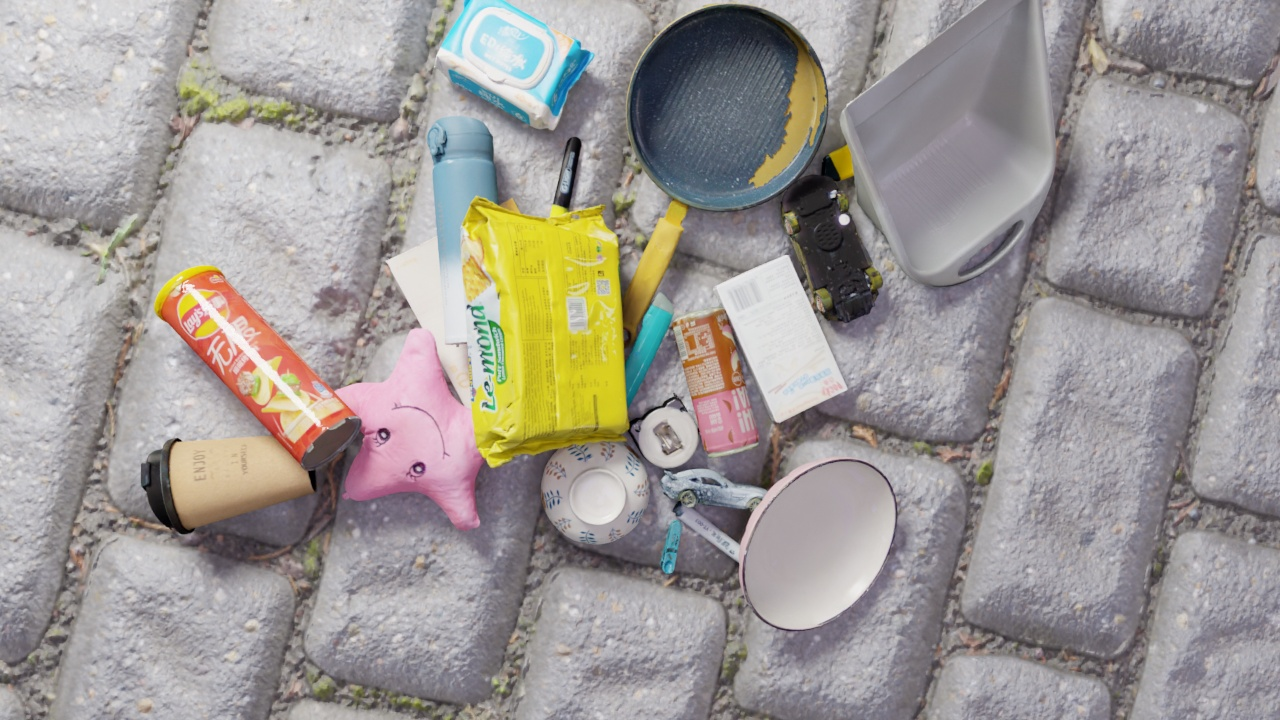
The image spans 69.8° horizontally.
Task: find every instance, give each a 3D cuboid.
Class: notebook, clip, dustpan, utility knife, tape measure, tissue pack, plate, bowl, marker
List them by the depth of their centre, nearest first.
[{"bbox_3d":[0.320,-0.192,0.891,0.222,0.258,0.142,-38,71,-4],"label":"dustpan"},{"bbox_3d":[-0.127,-0.299,0.910,0.140,0.063,0.090,28,88,-5],"label":"tissue pack"},{"bbox_3d":[-0.045,0.133,0.928,0.113,0.062,0.113,0,90,-5],"label":"bowl"},{"bbox_3d":[0.175,0.182,0.933,0.192,0.039,0.193,-10,112,-25],"label":"plate"},{"bbox_3d":[-0.147,-0.043,0.940,0.146,0.010,0.206,-28,93,-5],"label":"notebook"},{"bbox_3d":[-0.006,0.005,0.941,0.029,0.013,0.160,23,101,-16],"label":"utility knife"},{"bbox_3d":[-0.079,-0.169,0.941,0.018,0.015,0.124,12,89,-8],"label":"marker"},{"bbox_3d":[0.027,0.077,0.947,0.065,0.033,0.066,-33,93,-2],"label":"tape measure"},{"bbox_3d":[0.032,0.194,0.957,0.014,0.046,0.057,14,89,-5],"label":"clip"},{"bbox_3d":[0.089,0.190,0.963,0.130,0.018,0.022,38,79,-5],"label":"marker"},{"bbox_3d":[0.265,-0.234,0.971,0.173,0.015,0.033,-27,99,-5],"label":"utility knife"}]

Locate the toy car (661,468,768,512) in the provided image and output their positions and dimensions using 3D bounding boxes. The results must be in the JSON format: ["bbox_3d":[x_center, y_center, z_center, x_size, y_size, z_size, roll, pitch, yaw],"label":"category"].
[{"bbox_3d":[0.081,0.134,0.942,0.120,0.054,0.037,10,92,-6],"label":"toy car"}]

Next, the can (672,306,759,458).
[{"bbox_3d":[0.077,0.022,0.932,0.058,0.058,0.147,-14,88,-5],"label":"can"}]

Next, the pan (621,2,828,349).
[{"bbox_3d":[0.050,-0.175,0.919,0.197,0.078,0.358,24,110,-10],"label":"pan"}]

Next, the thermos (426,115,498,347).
[{"bbox_3d":[-0.169,-0.125,0.898,0.070,0.070,0.220,-5,91,-5],"label":"thermos"}]

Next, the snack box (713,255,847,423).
[{"bbox_3d":[0.146,-0.023,0.959,0.084,0.027,0.157,-25,93,-5],"label":"snack box"}]

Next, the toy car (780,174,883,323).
[{"bbox_3d":[0.197,-0.116,0.954,0.070,0.042,0.158,-22,94,-5],"label":"toy car"}]

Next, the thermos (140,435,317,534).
[{"bbox_3d":[-0.392,0.112,0.885,0.143,0.093,0.093,-10,92,-12],"label":"thermos"}]

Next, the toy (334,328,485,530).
[{"bbox_3d":[-0.219,0.086,0.903,0.178,0.074,0.194,-41,90,6],"label":"toy"}]

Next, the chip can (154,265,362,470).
[{"bbox_3d":[-0.360,0.006,0.869,0.216,0.073,0.073,43,87,8],"label":"chip can"}]

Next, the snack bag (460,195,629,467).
[{"bbox_3d":[-0.084,-0.029,0.875,0.157,0.068,0.246,-3,89,-38],"label":"snack bag"}]
